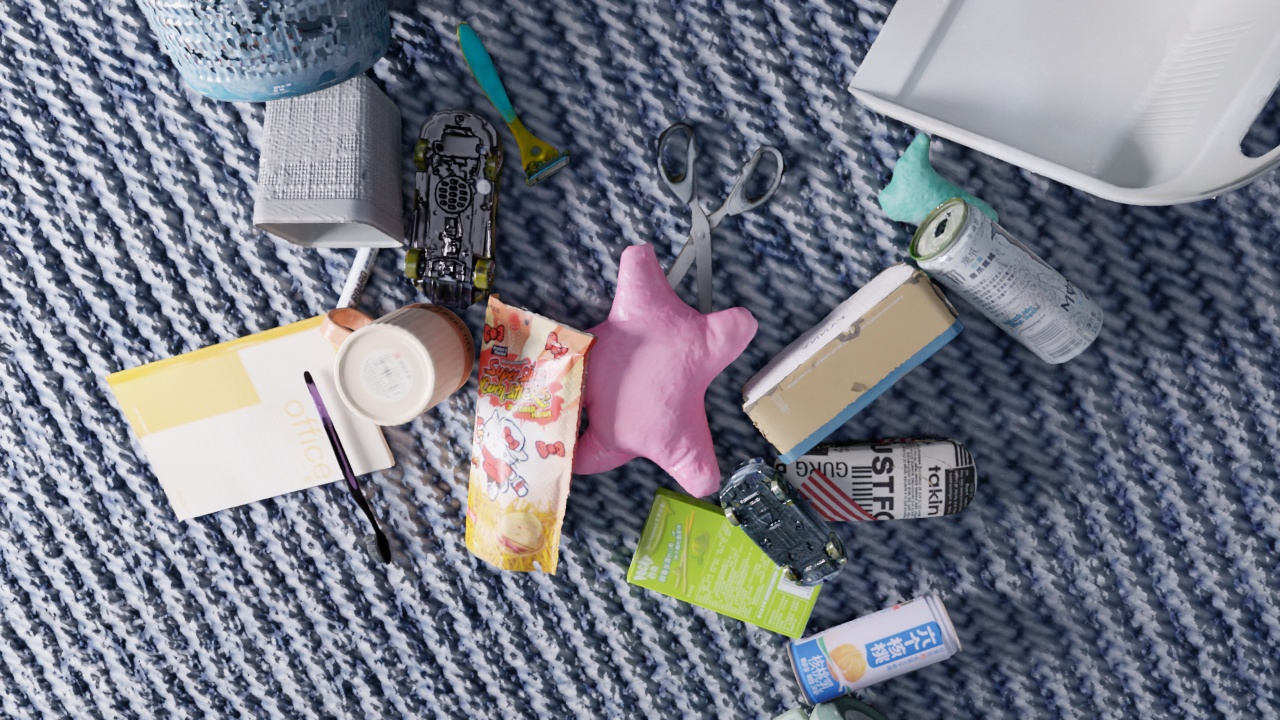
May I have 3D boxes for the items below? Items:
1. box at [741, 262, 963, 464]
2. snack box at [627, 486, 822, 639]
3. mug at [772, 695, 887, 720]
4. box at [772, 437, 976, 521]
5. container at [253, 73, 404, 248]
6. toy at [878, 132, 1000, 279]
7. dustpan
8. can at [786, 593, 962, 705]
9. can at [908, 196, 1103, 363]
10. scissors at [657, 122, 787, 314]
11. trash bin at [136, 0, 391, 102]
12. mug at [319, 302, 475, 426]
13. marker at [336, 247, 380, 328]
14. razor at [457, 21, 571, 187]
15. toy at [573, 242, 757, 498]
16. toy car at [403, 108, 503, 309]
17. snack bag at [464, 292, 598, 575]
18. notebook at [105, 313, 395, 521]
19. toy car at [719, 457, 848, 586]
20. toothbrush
[{"bbox_3d":[0.152,0.003,0.707,0.184,0.089,0.060,-42,96,13],"label":"box"},{"bbox_3d":[0.075,0.171,0.776,0.156,0.026,0.086,18,102,1],"label":"snack box"},{"bbox_3d":[0.154,0.340,0.777,0.112,0.082,0.106,29,103,11],"label":"mug"},{"bbox_3d":[0.186,0.098,0.740,0.164,0.055,0.070,-7,118,9],"label":"box"},{"bbox_3d":[-0.233,-0.150,0.699,0.090,0.090,0.114,0,86,5],"label":"container"},{"bbox_3d":[0.227,-0.113,0.708,0.092,0.030,0.097,29,109,1],"label":"toy"},{"bbox_3d":[0.319,-0.228,0.623,0.258,0.142,0.223,28,101,-3],"label":"dustpan"},{"bbox_3d":[0.194,0.241,0.766,0.135,0.053,0.053,-22,98,8],"label":"can"},{"bbox_3d":[0.273,-0.058,0.685,0.146,0.058,0.058,33,102,-15],"label":"can"},{"bbox_3d":[0.051,-0.107,0.733,0.159,0.014,0.178,-26,100,11],"label":"scissors"},{"bbox_3d":[-0.265,-0.293,0.616,0.226,0.226,0.195,-2,131,5],"label":"trash bin"},{"bbox_3d":[-0.197,-0.006,0.722,0.114,0.105,0.082,30,101,-2],"label":"mug"},{"bbox_3d":[-0.240,-0.055,0.762,0.017,0.017,0.146,25,102,-1],"label":"marker"},{"bbox_3d":[-0.105,-0.202,0.717,0.043,0.028,0.132,-34,101,-14],"label":"razor"},{"bbox_3d":[-0.004,0.004,0.728,0.179,0.074,0.195,13,101,15],"label":"toy"},{"bbox_3d":[-0.145,-0.119,0.729,0.070,0.042,0.158,9,105,2],"label":"toy car"},{"bbox_3d":[-0.093,0.060,0.737,0.129,0.073,0.208,24,114,42],"label":"snack bag"},{"bbox_3d":[-0.330,0.052,0.780,0.206,0.010,0.146,-14,110,7],"label":"notebook"},{"bbox_3d":[0.115,0.130,0.731,0.054,0.036,0.120,-36,104,26],"label":"toy car"},{"bbox_3d":[-0.251,0.095,0.781,0.017,0.014,0.189,-9,110,21],"label":"toothbrush"}]
